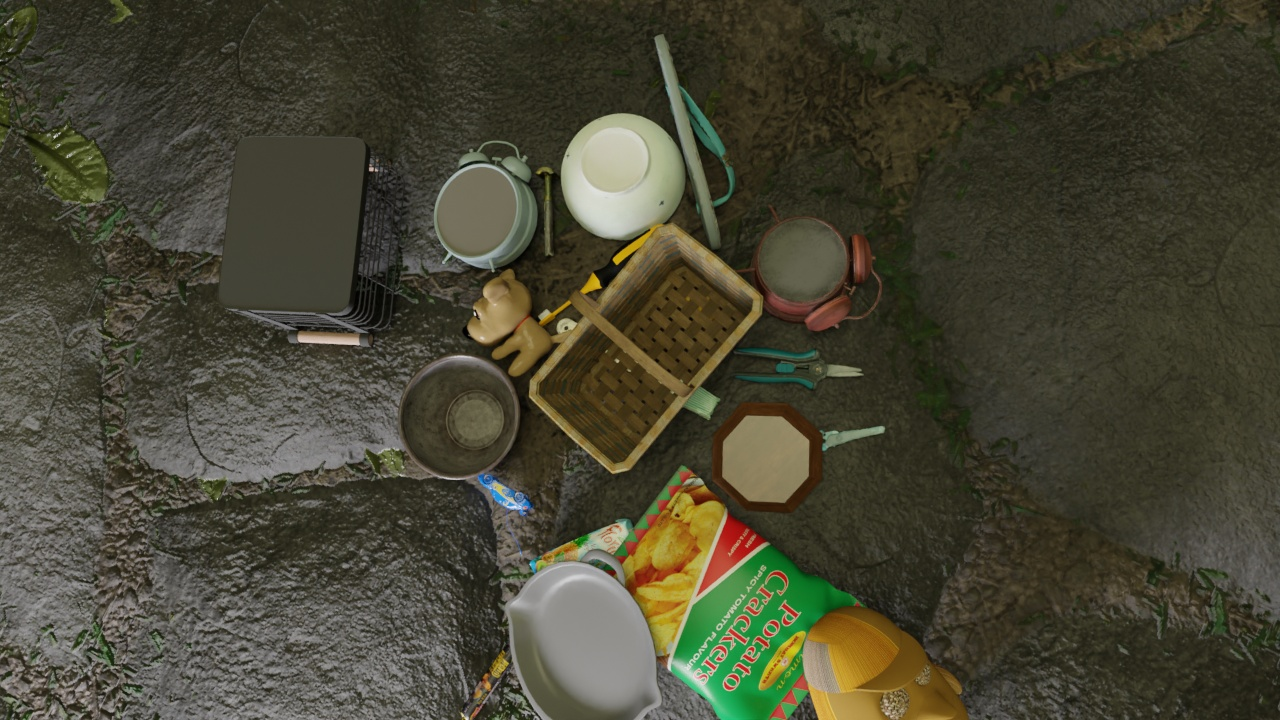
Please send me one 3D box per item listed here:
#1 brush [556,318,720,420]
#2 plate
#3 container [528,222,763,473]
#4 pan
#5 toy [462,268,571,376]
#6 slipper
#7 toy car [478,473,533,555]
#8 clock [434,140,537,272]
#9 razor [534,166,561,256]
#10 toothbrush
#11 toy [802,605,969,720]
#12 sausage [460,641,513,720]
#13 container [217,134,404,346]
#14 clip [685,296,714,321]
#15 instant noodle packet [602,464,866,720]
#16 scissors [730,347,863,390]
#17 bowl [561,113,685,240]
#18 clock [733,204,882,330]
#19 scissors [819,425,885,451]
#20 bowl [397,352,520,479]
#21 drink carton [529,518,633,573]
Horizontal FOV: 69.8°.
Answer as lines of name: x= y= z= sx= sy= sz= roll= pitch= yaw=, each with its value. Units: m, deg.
brush: x=-0.006 y=0.006 z=1.088 sx=0.218 sy=0.012 sz=0.033 roll=29 pitch=88 yaw=13
plate: x=0.141 y=0.110 z=1.035 sx=0.131 sy=0.025 sz=0.131 roll=0 pitch=89 yaw=12
container: x=0.002 y=-0.014 z=0.983 sx=0.157 sy=0.186 sz=0.250 roll=41 pitch=95 yaw=13
pan: x=-0.077 y=0.372 z=1.008 sx=0.217 sy=0.024 sz=0.355 roll=22 pitch=102 yaw=31
toy: x=-0.151 y=-0.043 z=1.073 sx=0.106 sy=0.134 sz=0.108 roll=-35 pitch=99 yaw=5
slipper: x=0.069 y=-0.264 z=1.069 sx=0.055 sy=0.098 sz=0.268 roll=-16 pitch=79 yaw=7
toy car: x=-0.162 y=0.177 z=1.073 sx=0.092 sy=0.033 sz=0.061 roll=28 pitch=80 yaw=11
clock: x=-0.186 y=-0.188 z=1.109 sx=0.123 sy=0.045 sz=0.159 roll=12 pitch=89 yaw=22
razor: x=-0.112 y=-0.180 z=1.119 sx=0.026 sy=0.042 sz=0.106 roll=0 pitch=92 yaw=5
toothbrush: x=-0.047 y=-0.099 z=1.100 sx=0.197 sy=0.031 sz=0.031 roll=-37 pitch=70 yaw=7
toy: x=0.245 y=0.336 z=0.912 sx=0.198 sy=0.163 sz=0.203 roll=-38 pitch=100 yaw=-37
sausage: x=-0.162 y=0.354 z=1.057 sx=0.020 sy=0.020 sz=0.155 roll=36 pitch=89 yaw=11
container: x=-0.386 y=-0.147 z=1.102 sx=0.163 sy=0.130 sz=0.241 roll=3 pitch=83 yaw=9
clip: x=0.077 y=-0.078 z=1.087 sx=0.053 sy=0.039 sz=0.047 roll=34 pitch=92 yaw=13
instant noodle packet: x=0.086 y=0.267 z=0.996 sx=0.253 sy=0.090 sz=0.195 roll=37 pitch=91 yaw=10
scissors: x=0.175 y=0.014 z=1.056 sx=0.137 sy=0.019 sz=0.129 roll=-41 pitch=87 yaw=8
bowl: x=-0.026 y=-0.226 z=1.090 sx=0.153 sy=0.073 sz=0.153 roll=-1 pitch=82 yaw=9
clock: x=0.196 y=-0.100 z=1.040 sx=0.158 sy=0.072 sz=0.120 roll=28 pitch=87 yaw=12
scissors: x=0.211 y=0.093 z=1.042 sx=0.139 sy=0.015 sz=0.063 roll=-10 pitch=79 yaw=12
bowl: x=-0.204 y=0.068 z=1.078 sx=0.145 sy=0.067 sz=0.145 roll=-1 pitch=82 yaw=8
drink carton: x=-0.061 y=0.222 z=1.051 sx=0.129 sy=0.038 sz=0.044 roll=-24 pitch=79 yaw=5
